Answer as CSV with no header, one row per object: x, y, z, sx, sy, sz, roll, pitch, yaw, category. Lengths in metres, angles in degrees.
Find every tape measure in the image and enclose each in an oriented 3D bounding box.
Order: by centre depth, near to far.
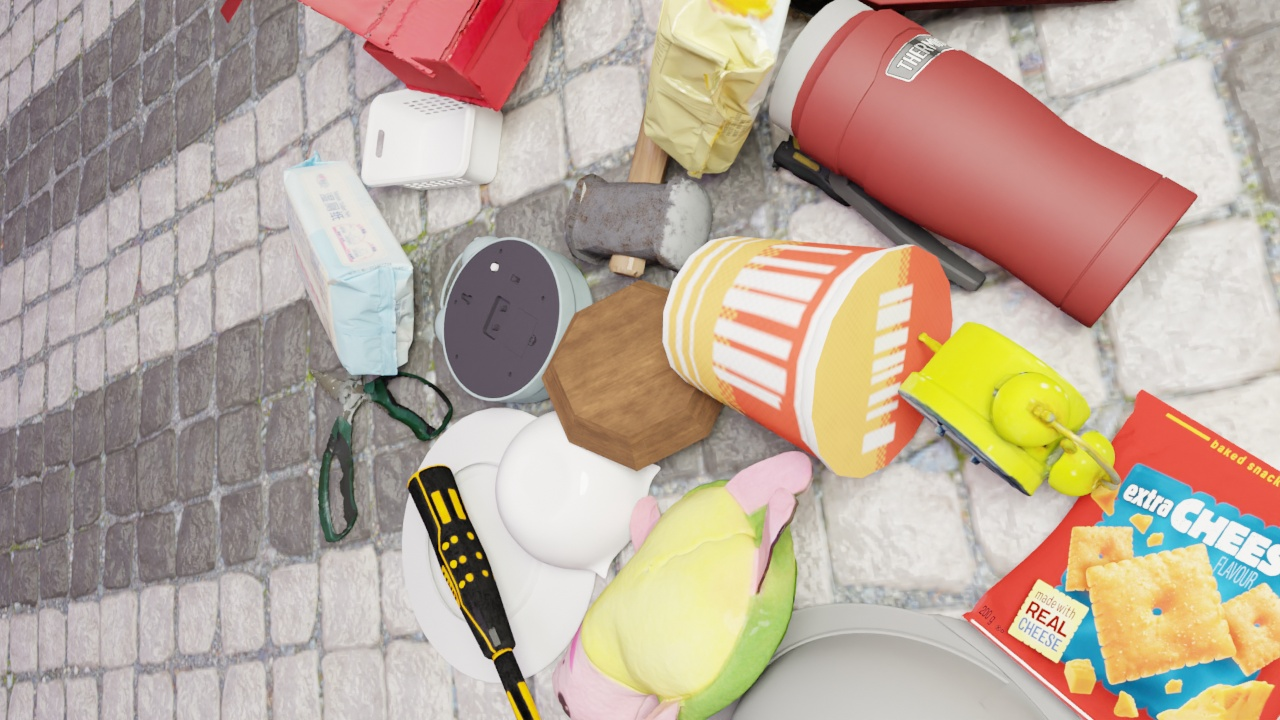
0.119,-0.133,0.559,0.062,0.034,0.061,38,103,33,tape measure

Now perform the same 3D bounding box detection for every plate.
-0.004,0.003,0.603,0.131,0.025,0.131,-5,68,12,plate
-0.119,0.140,0.705,0.209,0.015,0.208,-6,80,36,plate

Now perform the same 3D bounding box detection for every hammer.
-0.095,0.203,0.629,0.320,0.036,0.123,57,152,34,hammer
0.025,-0.218,0.638,0.098,0.052,0.328,10,86,37,hammer

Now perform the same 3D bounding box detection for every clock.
0.181,0.029,0.450,0.057,0.083,0.119,-50,30,6,clock
-0.102,-0.034,0.701,0.159,0.045,0.122,32,102,36,clock

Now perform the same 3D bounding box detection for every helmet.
0.123,0.223,0.451,0.272,0.117,0.183,7,87,35,helmet

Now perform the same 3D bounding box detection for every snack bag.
0.247,0.108,0.426,0.131,0.039,0.144,41,101,35,snack bag
0.056,-0.242,0.532,0.068,0.160,0.247,13,80,0,snack bag

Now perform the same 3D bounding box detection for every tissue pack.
-0.248,-0.085,0.778,0.182,0.069,0.112,55,149,33,tissue pack

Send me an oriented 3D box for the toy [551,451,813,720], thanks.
0.024,0.148,0.534,0.239,0.087,0.189,-54,24,27,toy

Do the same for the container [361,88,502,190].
-0.171,-0.183,0.770,0.129,0.049,0.080,3,85,37,container

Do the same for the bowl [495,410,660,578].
-0.056,0.086,0.633,0.115,0.050,0.114,-7,75,26,bowl

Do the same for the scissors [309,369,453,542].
-0.232,0.056,0.802,0.205,0.015,0.201,-9,80,36,scissors

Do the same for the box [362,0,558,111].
-0.060,-0.290,0.549,0.214,0.171,0.479,-60,11,-5,box

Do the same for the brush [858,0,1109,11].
0.188,-0.228,0.470,0.173,0.041,0.082,1,101,11,brush

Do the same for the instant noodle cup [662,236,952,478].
0.088,-0.014,0.519,0.121,0.123,0.123,22,96,44,instant noodle cup

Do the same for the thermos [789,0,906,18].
0.154,-0.308,0.528,0.098,0.098,0.221,25,101,36,thermos

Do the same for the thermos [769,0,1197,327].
0.164,-0.097,0.478,0.198,0.083,0.108,39,146,20,thermos
